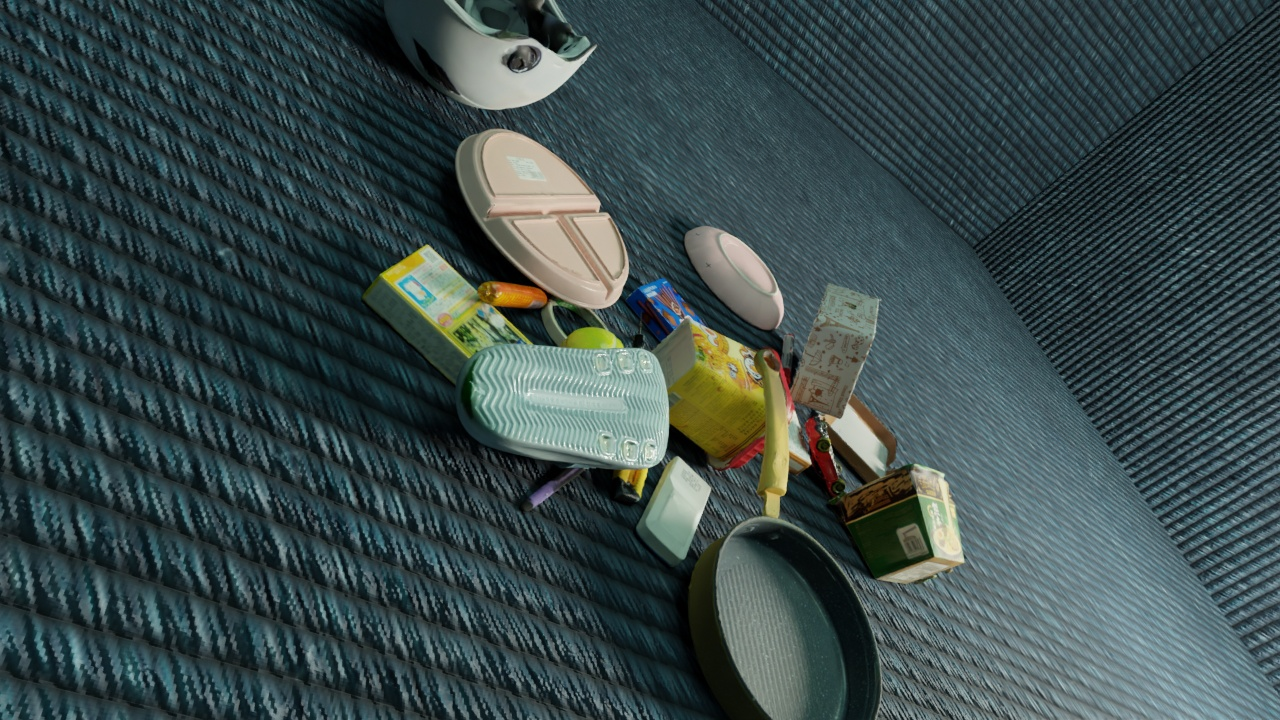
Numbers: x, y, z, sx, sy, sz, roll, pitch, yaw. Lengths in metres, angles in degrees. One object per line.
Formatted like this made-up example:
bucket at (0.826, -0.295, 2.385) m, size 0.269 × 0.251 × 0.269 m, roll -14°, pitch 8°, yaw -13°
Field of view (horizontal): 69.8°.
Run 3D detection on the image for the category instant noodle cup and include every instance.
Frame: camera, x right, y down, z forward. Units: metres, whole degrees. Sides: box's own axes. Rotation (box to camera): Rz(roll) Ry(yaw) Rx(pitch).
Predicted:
instant noodle cup at (0.073, 0.029, 0.924) m, size 0.123 × 0.116 × 0.116 m, roll 31°, pitch 30°, yaw -26°

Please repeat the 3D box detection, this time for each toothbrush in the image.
toothbrush at (-0.052, 0.090, 0.774) m, size 0.014 × 0.017 × 0.188 m, roll 39°, pitch 28°, yaw 10°

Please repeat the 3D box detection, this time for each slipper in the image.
slipper at (-0.059, 0.040, 0.741) m, size 0.245 × 0.074 × 0.104 m, roll 9°, pitch 70°, yaw -52°

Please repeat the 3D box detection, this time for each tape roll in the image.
tape roll at (-0.062, -0.030, 0.920) m, size 0.085 × 0.014 × 0.085 m, roll 35°, pitch 28°, yaw -22°

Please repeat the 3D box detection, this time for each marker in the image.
marker at (0.205, -0.003, 1.280) m, size 0.017 × 0.017 × 0.145 m, roll 42°, pitch 26°, yaw -10°

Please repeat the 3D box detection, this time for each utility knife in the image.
utility knife at (0.003, 0.069, 0.878) m, size 0.033 × 0.015 × 0.222 m, roll 44°, pitch 25°, yaw -12°

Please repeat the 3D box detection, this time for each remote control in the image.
remote control at (0.032, 0.133, 0.823) m, size 0.049 × 0.024 × 0.124 m, roll 45°, pitch 25°, yaw -6°

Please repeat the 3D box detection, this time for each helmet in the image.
helmet at (-0.195, -0.384, 1.067) m, size 0.258 × 0.146 × 0.229 m, roll -12°, pitch 61°, yaw -51°

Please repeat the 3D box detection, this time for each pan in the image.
pan at (0.122, 0.154, 0.798) m, size 0.197 × 0.078 × 0.356 m, roll 20°, pitch 47°, yaw -37°

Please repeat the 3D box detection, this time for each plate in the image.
plate at (-0.095, -0.154, 0.963) m, size 0.229 × 0.028 × 0.229 m, roll 36°, pitch 31°, yaw -27°
plate at (0.146, -0.129, 1.342) m, size 0.192 × 0.039 × 0.192 m, roll 35°, pitch 28°, yaw -23°

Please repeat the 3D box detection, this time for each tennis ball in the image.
tennis ball at (-0.045, 0.002, 0.841) m, size 0.065 × 0.066 × 0.065 m, roll 35°, pitch 28°, yaw -23°

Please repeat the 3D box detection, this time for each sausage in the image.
sausage at (-0.113, -0.058, 0.830) m, size 0.021 × 0.021 × 0.165 m, roll 50°, pitch 9°, yaw 5°

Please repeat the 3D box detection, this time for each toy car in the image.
toy car at (0.221, 0.119, 1.097) m, size 0.049 × 0.031 × 0.106 m, roll -78°, pitch 146°, yaw -64°

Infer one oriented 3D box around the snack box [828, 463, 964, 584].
snack box at (0.306, 0.195, 1.061) m, size 0.117 × 0.118 × 0.105 m, roll 20°, pitch 47°, yaw -44°

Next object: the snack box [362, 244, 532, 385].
snack box at (-0.152, -0.027, 0.761) m, size 0.140 × 0.034 × 0.086 m, roll 42°, pitch 26°, yaw -7°

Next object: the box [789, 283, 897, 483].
box at (0.279, 0.037, 1.253) m, size 0.179 × 0.136 × 0.269 m, roll -50°, pitch 127°, yaw -64°

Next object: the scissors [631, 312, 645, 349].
scissors at (-0.003, -0.007, 0.916) m, size 0.014 × 0.164 × 0.163 m, roll 10°, pitch 64°, yaw 0°

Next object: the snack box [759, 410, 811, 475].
snack box at (0.158, 0.063, 1.107) m, size 0.075 × 0.026 × 0.153 m, roll 33°, pitch 30°, yaw -28°

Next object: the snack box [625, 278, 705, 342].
snack box at (0.055, -0.026, 1.076) m, size 0.157 × 0.026 × 0.084 m, roll 49°, pitch 26°, yaw 5°
